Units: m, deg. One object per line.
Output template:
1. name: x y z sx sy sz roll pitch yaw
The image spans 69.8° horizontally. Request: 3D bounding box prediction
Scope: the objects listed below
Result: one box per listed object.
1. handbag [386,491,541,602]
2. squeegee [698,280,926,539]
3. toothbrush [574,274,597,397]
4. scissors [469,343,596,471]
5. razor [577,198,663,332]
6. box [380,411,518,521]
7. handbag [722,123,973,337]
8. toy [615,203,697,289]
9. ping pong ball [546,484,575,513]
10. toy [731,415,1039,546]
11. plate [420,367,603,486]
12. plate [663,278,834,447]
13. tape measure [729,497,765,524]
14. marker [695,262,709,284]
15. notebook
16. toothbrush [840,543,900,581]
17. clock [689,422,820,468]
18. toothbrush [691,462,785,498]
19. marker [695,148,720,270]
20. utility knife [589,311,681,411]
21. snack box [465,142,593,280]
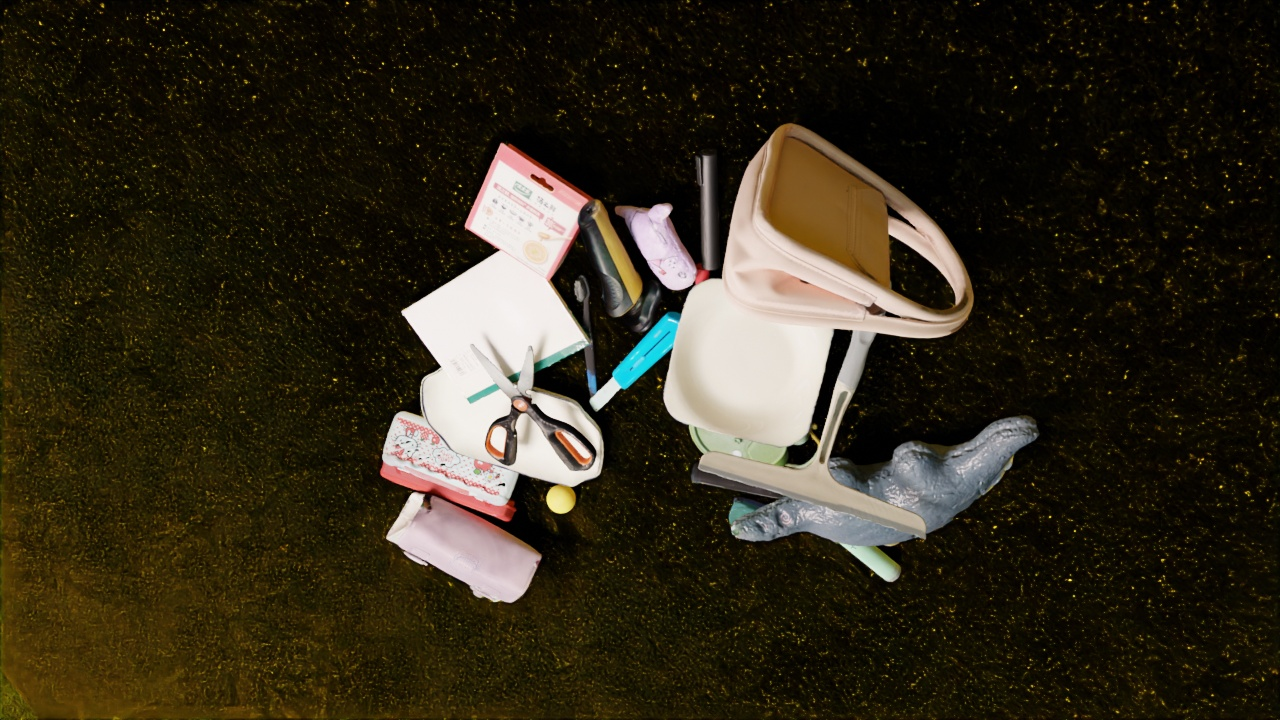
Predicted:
1. handbag: -0.260 0.275 1.349 0.197 0.098 0.145 33 152 -14
2. squeegee: 0.213 0.032 0.955 0.246 0.039 0.247 17 98 2
3. toothbrush: -0.065 -0.023 1.109 0.014 0.016 0.190 15 133 21
4. scissors: -0.148 0.072 1.162 0.221 0.021 0.231 37 133 -12
5. razor: -0.023 -0.102 0.979 0.067 0.062 0.167 -28 135 -2
6. box: -0.269 0.154 1.331 0.201 0.099 0.112 18 166 9
7. handbag: 0.195 -0.099 0.823 0.234 0.192 0.094 21 135 -6
8. toy: 0.025 -0.120 0.968 0.084 0.038 0.108 7 132 51
9. ping pong ball: -0.111 0.194 1.289 0.040 0.040 0.040 13 131 15
10. toy: 0.274 0.150 1.025 0.357 0.091 0.138 -23 140 26
11. plate: -0.168 0.081 1.227 0.266 0.034 0.162 14 130 14
12. plate: 0.115 0.001 0.992 0.163 0.034 0.164 14 95 2
13. tape measure: 0.143 0.205 1.193 0.058 0.025 0.055 21 132 8
14. marker: 0.071 -0.044 1.028 0.017 0.017 0.145 9 129 18
15. notebook: -0.180 -0.041 1.122 0.210 0.012 0.150 -25 107 30
16. toothbrush: 0.241 0.204 1.125 0.224 0.026 0.027 39 122 -21
17. clock: 0.134 0.078 1.072 0.161 0.056 0.116 31 134 -1
18. toothbrush: 0.169 0.160 1.145 0.213 0.026 0.027 10 164 15
19. marker: 0.070 -0.152 0.938 0.020 0.022 0.132 40 146 43
20. utility knife: -0.007 0.006 1.104 0.034 0.018 0.210 38 133 -8
21. snack box: -0.116 -0.167 0.994 0.113 0.044 0.127 33 134 -3
